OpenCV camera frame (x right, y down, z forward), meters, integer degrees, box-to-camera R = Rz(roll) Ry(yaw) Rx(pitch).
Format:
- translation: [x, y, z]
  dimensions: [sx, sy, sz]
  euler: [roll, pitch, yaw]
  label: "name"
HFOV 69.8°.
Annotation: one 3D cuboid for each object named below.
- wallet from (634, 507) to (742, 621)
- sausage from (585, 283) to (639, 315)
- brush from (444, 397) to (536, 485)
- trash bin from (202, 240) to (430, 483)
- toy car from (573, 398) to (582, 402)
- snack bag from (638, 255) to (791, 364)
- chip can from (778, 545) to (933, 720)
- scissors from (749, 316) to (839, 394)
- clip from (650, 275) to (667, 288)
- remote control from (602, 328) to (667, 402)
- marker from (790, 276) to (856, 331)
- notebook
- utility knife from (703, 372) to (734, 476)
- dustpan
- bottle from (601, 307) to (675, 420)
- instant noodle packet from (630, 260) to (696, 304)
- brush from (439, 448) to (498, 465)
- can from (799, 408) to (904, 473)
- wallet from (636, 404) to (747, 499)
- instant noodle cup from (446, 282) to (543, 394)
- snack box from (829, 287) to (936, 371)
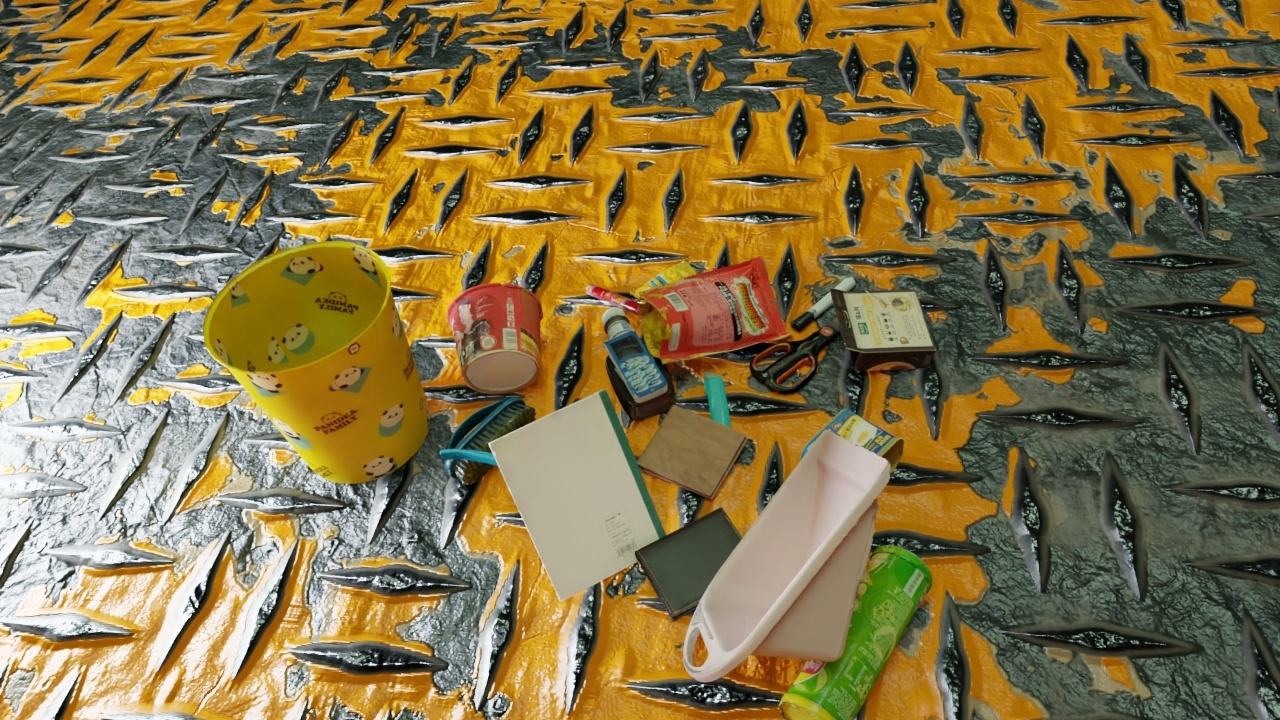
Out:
- translation: [0.068, 0.236, 1.074]
  dimensions: [0.122, 0.020, 0.096]
  euler: [-25, 57, -14]
  label: "wallet"
- translation: [-0.037, -0.091, 1.376]
  dimensions: [0.020, 0.020, 0.156]
  euler: [-39, 40, -24]
  label: "sausage"
- translation: [-0.208, 0.101, 1.223]
  dimensions: [0.073, 0.055, 0.143]
  euler: [27, 57, 29]
  label: "brush"
- translation: [-0.398, 0.013, 1.199]
  dimensions: [0.230, 0.256, 0.229]
  euler: [-5, 47, 5]
  label: "trash bin"
- translation: [-0.064, 0.100, 1.201]
  dimensions: [0.045, 0.053, 0.120]
  euler: [-1, 41, -13]
  label: "toy car"
- translation: [0.104, -0.068, 1.285]
  dimensions: [0.207, 0.073, 0.128]
  euler: [-15, 78, -23]
  label: "snack bag"
- translation: [0.230, 0.292, 0.961]
  dimensions: [0.073, 0.073, 0.220]
  euler: [25, 56, 29]
  label: "chip can"
- translation: [0.243, -0.040, 1.299]
  dimensions: [0.125, 0.022, 0.234]
  euler: [19, 54, 26]
  label: "scissors"
- translation: [0.035, -0.105, 1.344]
  dimensions: [0.046, 0.014, 0.057]
  euler: [-34, 49, -11]
  label: "clip"
- translation: [-0.007, 0.007, 1.236]
  dimensions: [0.049, 0.024, 0.125]
  euler: [-22, 47, -9]
  label: "remote control"
- translation: [0.268, -0.084, 1.339]
  dimensions: [0.130, 0.018, 0.023]
  euler: [-38, 44, -23]
  label: "marker"
- translation: [-0.067, 0.157, 1.068]
  dimensions: [0.150, 0.209, 0.012]
  euler: [-25, 11, -14]
  label: "notebook"
- translation: [0.105, 0.081, 1.218]
  dimensions: [0.029, 0.013, 0.171]
  euler: [-9, 50, 5]
  label: "utility knife"
- translation: [0.135, 0.198, 0.943]
  dimensions: [0.139, 0.222, 0.273]
  euler: [9, 91, -4]
  label: "dustpan"
- translation: [-0.012, -0.002, 1.293]
  dimensions: [0.080, 0.044, 0.194]
  euler: [-18, 47, -7]
  label: "bottle"
- translation: [0.057, -0.091, 1.364]
  dimensions: [0.110, 0.044, 0.128]
  euler: [-29, 47, -14]
  label: "instant noodle packet"
- translation: [-0.126, 0.139, 1.137]
  dimensions: [0.255, 0.083, 0.045]
  euler: [11, 68, 8]
  label: "brush"
- translation: [0.259, 0.117, 1.129]
  dimensions: [0.101, 0.057, 0.083]
  euler: [-38, 50, -24]
  label: "can"
- translation: [0.066, 0.116, 1.180]
  dimensions: [0.115, 0.020, 0.101]
  euler: [19, 61, 26]
  label: "wallet"
- translation: [-0.202, -0.026, 1.291]
  dimensions: [0.138, 0.138, 0.108]
  euler: [-11, 55, -1]
  label: "instant noodle cup"
- translation: [0.326, -0.045, 1.256]
  dimensions: [0.125, 0.053, 0.113]
  euler: [-2, 51, -2]
  label: "snack box"
